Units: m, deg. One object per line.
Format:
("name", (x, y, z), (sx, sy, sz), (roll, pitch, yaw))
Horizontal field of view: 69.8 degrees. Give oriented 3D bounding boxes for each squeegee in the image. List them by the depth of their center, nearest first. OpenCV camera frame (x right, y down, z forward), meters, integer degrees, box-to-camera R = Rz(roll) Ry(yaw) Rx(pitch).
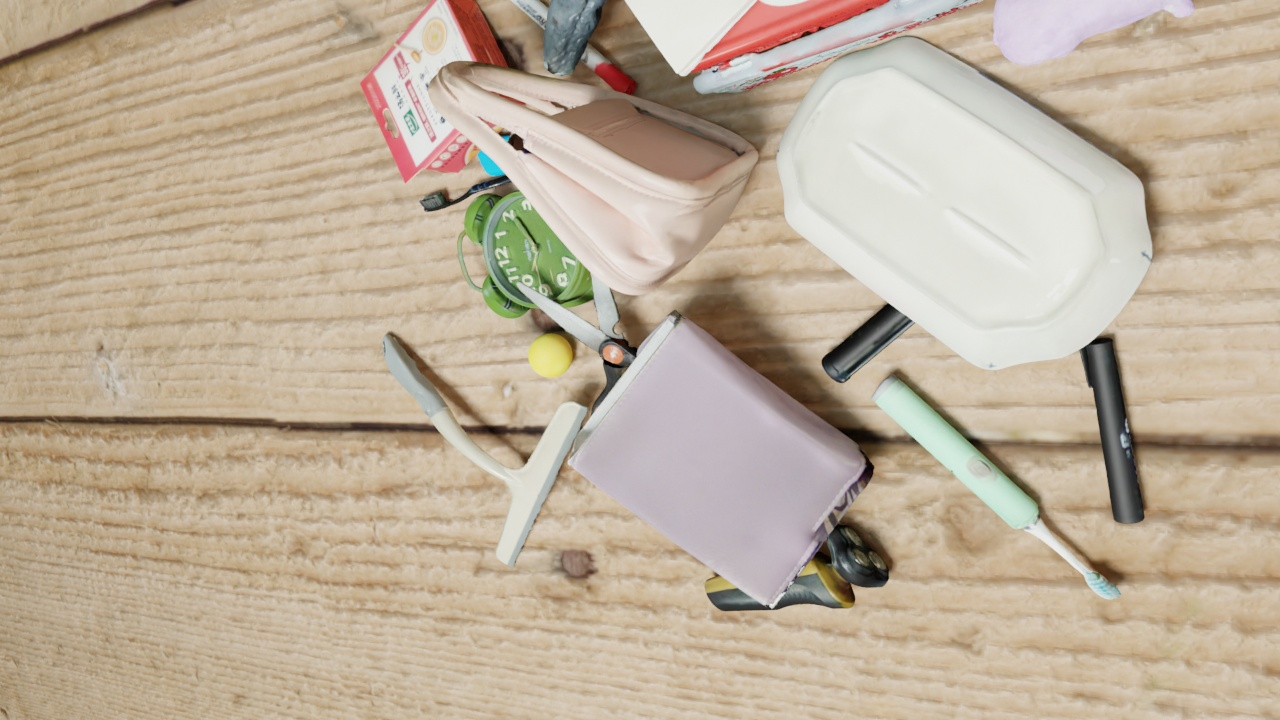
("squeegee", (-0.186, 0.057, 0.901), (0.246, 0.039, 0.247), (42, 131, 18))

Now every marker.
("marker", (0.327, 0.050, 0.637), (0.022, 0.020, 0.132), (-5, 102, 47))
("marker", (-0.060, -0.266, 0.756), (0.145, 0.017, 0.017), (43, 121, 11))

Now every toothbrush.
("toothbrush", (0.216, -0.056, 0.664), (0.027, 0.026, 0.213), (32, 123, -23))
("toothbrush", (0.262, 0.095, 0.682), (0.026, 0.027, 0.224), (-45, 79, -6))
("toothbrush", (-0.134, -0.158, 0.819), (0.190, 0.014, 0.016), (-9, 122, 38))

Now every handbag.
("handbag", (-0.044, -0.156, 0.664), (0.234, 0.192, 0.094), (33, 118, 5))
("handbag", (0.062, 0.073, 0.720), (0.197, 0.098, 0.145), (37, 104, -6))

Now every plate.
("plate", (0.206, -0.109, 0.626), (0.266, 0.034, 0.162), (43, 116, 20))

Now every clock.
("clock", (-0.095, -0.098, 0.805), (0.162, 0.056, 0.116), (-8, 100, 31))

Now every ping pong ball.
("ping pong ball", (-0.082, -0.005, 0.835), (0.040, 0.040, 0.040), (9, 109, 27))

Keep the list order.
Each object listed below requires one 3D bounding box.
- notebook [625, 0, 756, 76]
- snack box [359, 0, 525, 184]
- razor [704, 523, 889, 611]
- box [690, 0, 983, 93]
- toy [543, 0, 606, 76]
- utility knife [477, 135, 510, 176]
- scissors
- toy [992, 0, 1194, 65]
("notebook", (0.022, -0.310, 0.580), (0.151, 0.012, 0.209), (-40, 74, 28))
("snack box", (-0.175, -0.234, 0.803), (0.127, 0.044, 0.113), (-33, 77, 32))
("razor", (0.125, 0.182, 0.777), (0.168, 0.062, 0.067), (-22, 63, 38))
("box", (0.119, -0.246, 0.608), (0.202, 0.099, 0.112), (-11, 111, 32))
("toy", (0.028, -0.352, 0.633), (0.357, 0.091, 0.138), (-39, 76, 30))
("utility knife", (-0.052, -0.183, 0.778), (0.210, 0.018, 0.034), (-1, 104, 28))
("scissors", (-0.012, 0.012, 0.781), (0.221, 0.021, 0.231), (21, 128, 7))
("toy", (0.272, -0.229, 0.571), (0.108, 0.038, 0.084), (-20, 80, 37))
